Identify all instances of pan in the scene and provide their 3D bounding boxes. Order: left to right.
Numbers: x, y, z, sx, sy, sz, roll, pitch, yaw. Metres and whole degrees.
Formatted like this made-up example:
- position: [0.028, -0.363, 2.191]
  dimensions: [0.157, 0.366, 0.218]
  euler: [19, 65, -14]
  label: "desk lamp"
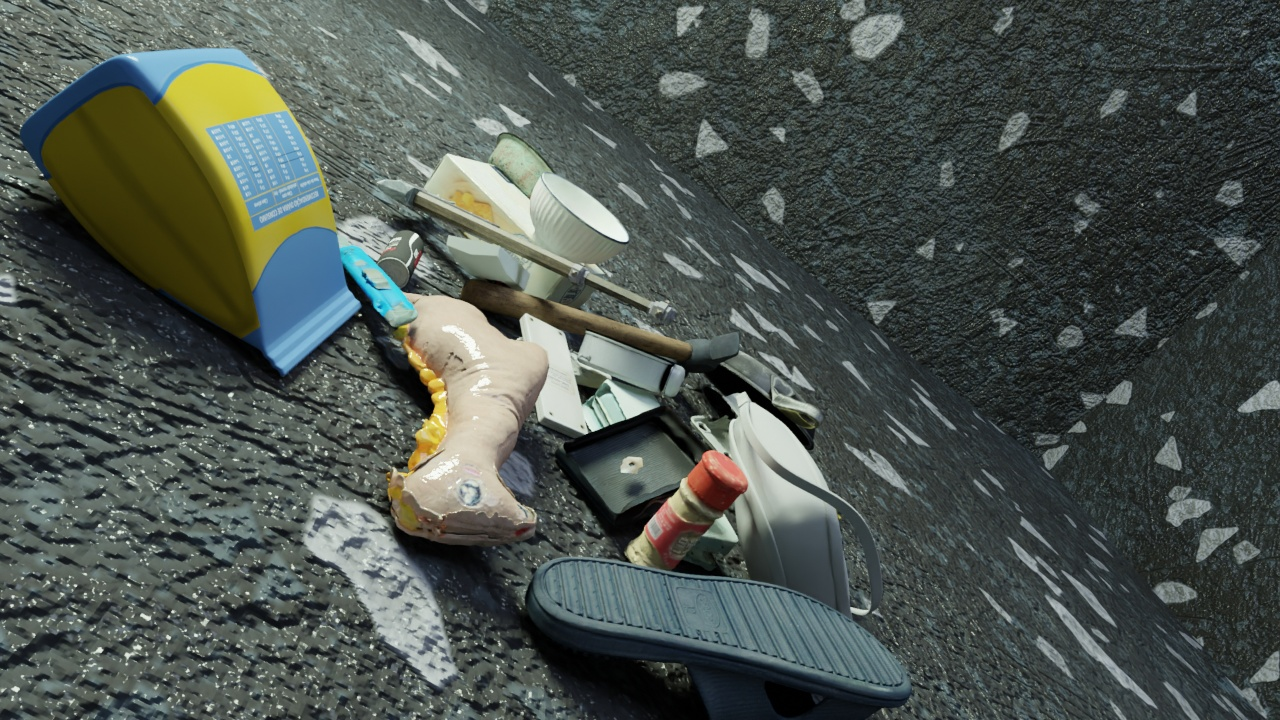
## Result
- position: [0.153, 0.044, 1.055]
  dimensions: [0.187, 0.055, 0.357]
  euler: [40, -8, -5]
  label: "pan"

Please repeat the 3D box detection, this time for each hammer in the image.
- position: [-0.108, -0.107, 0.903]
  dimensions: [0.317, 0.028, 0.147]
  euler: [26, 5, 14]
  label: "hammer"
- position: [-0.042, -0.034, 0.968]
  dimensions: [0.321, 0.130, 0.040]
  euler: [15, 68, -36]
  label: "hammer"

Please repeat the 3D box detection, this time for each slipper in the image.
- position: [0.046, 0.197, 0.604]
  dimensions: [0.263, 0.083, 0.101]
  euler: [16, 20, -13]
  label: "slipper"

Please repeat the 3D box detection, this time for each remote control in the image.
- position: [-0.146, -0.090, 0.896]
  dimensions: [0.049, 0.024, 0.143]
  euler: [12, -4, 6]
  label: "remote control"
- position: [-0.081, 0.014, 0.846]
  dimensions: [0.050, 0.011, 0.135]
  euler: [27, 32, -37]
  label: "remote control"
- position: [-0.077, 0.004, 0.913]
  dimensions: [0.136, 0.013, 0.043]
  euler: [17, 29, -53]
  label: "remote control"

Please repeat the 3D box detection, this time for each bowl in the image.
- position: [-0.144, -0.213, 1.168]
  dimensions: [0.157, 0.038, 0.158]
  euler: [44, -18, 18]
  label: "bowl"
- position: [-0.077, -0.144, 0.998]
  dimensions: [0.118, 0.062, 0.118]
  euler: [36, 19, -14]
  label: "bowl"

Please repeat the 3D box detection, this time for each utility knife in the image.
- position: [-0.220, -0.069, 0.738]
  dimensions: [0.031, 0.015, 0.179]
  euler: [-5, 29, -38]
  label: "utility knife"

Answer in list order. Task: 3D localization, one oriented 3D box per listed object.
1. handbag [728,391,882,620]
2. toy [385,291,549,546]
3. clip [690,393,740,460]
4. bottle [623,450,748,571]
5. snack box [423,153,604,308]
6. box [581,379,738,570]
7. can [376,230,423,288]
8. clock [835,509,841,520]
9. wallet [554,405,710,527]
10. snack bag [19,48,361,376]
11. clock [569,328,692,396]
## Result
- position: [0.120, 0.116, 0.790]
  dimensions: [0.222, 0.095, 0.216]
  euler: [-107, -177, -61]
  label: "handbag"
- position: [-0.143, 0.031, 0.649]
  dimensions: [0.196, 0.065, 0.263]
  euler: [21, 26, -1]
  label: "toy"
- position: [0.143, 0.097, 1.045]
  dimensions: [0.152, 0.097, 0.126]
  euler: [2, 43, -48]
  label: "clip"
- position: [0.034, 0.120, 0.698]
  dimensions: [0.044, 0.109, 0.044]
  euler: [35, 17, -12]
  label: "bottle"
- position: [-0.147, -0.148, 1.066]
  dimensions: [0.208, 0.058, 0.104]
  euler: [45, 18, 14]
  label: "snack box"
- position: [0.014, 0.096, 0.823]
  dimensions: [0.083, 0.066, 0.199]
  euler: [50, 6, -49]
  label: "box"
- position: [-0.215, -0.090, 0.819]
  dimensions: [0.031, 0.032, 0.080]
  euler: [35, 18, -18]
  label: "can"
- position: [0.149, 0.143, 0.924]
  dimensions: [0.119, 0.084, 0.057]
  euler: [44, 33, 4]
  label: "clock"
- position: [-0.001, 0.086, 0.761]
  dimensions: [0.114, 0.026, 0.089]
  euler: [-18, 48, -33]
  label: "wallet"
- position: [-0.276, -0.098, 0.624]
  dimensions: [0.205, 0.102, 0.158]
  euler: [57, 13, -16]
  label: "snack bag"
- position: [-0.005, 0.005, 0.909]
  dimensions: [0.122, 0.035, 0.094]
  euler: [22, -1, -13]
  label: "clock"
